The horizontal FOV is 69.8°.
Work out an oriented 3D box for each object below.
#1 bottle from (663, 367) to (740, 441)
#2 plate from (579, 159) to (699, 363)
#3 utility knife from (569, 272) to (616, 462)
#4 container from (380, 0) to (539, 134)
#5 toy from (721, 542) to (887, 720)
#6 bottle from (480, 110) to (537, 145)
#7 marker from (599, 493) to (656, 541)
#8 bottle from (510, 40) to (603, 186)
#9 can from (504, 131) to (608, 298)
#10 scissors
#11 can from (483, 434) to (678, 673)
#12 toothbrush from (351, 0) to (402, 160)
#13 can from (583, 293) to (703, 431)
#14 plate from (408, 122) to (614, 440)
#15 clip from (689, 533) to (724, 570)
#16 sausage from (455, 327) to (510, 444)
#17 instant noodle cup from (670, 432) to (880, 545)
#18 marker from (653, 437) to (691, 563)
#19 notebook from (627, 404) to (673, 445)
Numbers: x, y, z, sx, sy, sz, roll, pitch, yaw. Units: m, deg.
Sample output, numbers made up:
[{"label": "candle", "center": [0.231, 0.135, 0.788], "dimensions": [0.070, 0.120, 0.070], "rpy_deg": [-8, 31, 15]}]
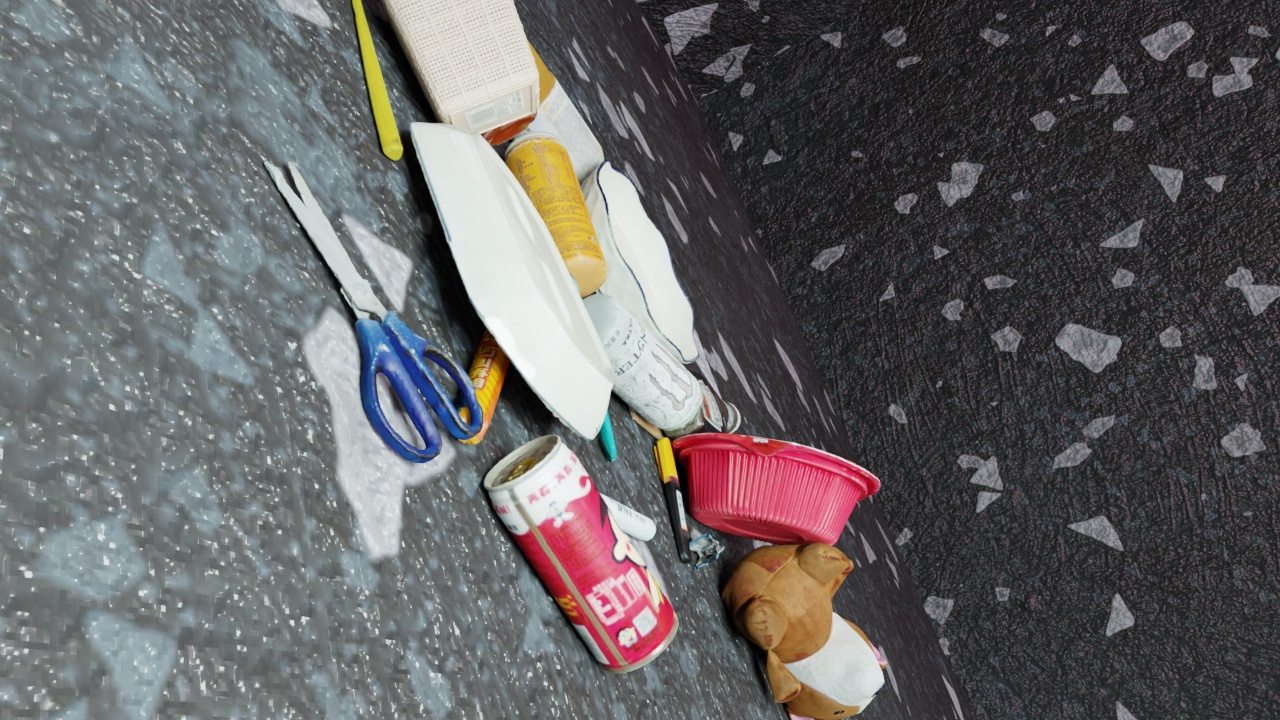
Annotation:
[{"label": "bottle", "center": [0.064, 0.053, 0.943], "dimensions": [0.194, 0.044, 0.080], "rpy_deg": [23, 46, -69]}, {"label": "plate", "center": [-0.006, -0.087, 0.875], "dimensions": [0.205, 0.046, 0.204], "rpy_deg": [59, 16, -29]}, {"label": "utility knife", "center": [-0.037, 0.005, 0.700], "dimensions": [0.029, 0.012, 0.151], "rpy_deg": [-166, -117, -74]}, {"label": "container", "center": [-0.130, -0.234, 0.683], "dimensions": [0.090, 0.090, 0.111], "rpy_deg": [149, -83, -83]}, {"label": "toy", "center": [0.160, 0.254, 0.823], "dimensions": [0.131, 0.140, 0.200], "rpy_deg": [18, -40, 53]}, {"label": "bottle", "center": [-0.159, -0.279, 0.758], "dimensions": [0.206, 0.060, 0.059], "rpy_deg": [60, 15, -4]}, {"label": "marker", "center": [-0.021, 0.107, 0.639], "dimensions": [0.130, 0.018, 0.022], "rpy_deg": [41, 35, -55]}, {"label": "bottle", "center": [-0.105, -0.241, 0.857], "dimensions": [0.189, 0.068, 0.068], "rpy_deg": [53, 18, -37]}, {"label": "can", "center": [-0.073, -0.123, 0.780], "dimensions": [0.058, 0.058, 0.146], "rpy_deg": [39, 28, -58]}, {"label": "scissors", "center": [-0.132, -0.029, 0.470], "dimensions": [0.124, 0.012, 0.173], "rpy_deg": [16, 51, -52]}, {"label": "can", "center": [-0.033, 0.109, 0.519], "dimensions": [0.133, 0.053, 0.053], "rpy_deg": [59, 15, -15]}, {"label": "toothbrush", "center": [-0.184, -0.213, 0.632], "dimensions": [0.015, 0.017, 0.190], "rpy_deg": [38, 29, -58]}, {"label": "can", "center": [-0.005, 0.005, 0.777], "dimensions": [0.146, 0.058, 0.058], "rpy_deg": [43, 24, -44]}, {"label": "plate", "center": [-0.081, -0.066, 0.622], "dimensions": [0.162, 0.034, 0.265], "rpy_deg": [50, 11, -52]}, {"label": "clip", "center": [0.059, 0.166, 0.807], "dimensions": [0.045, 0.027, 0.058], "rpy_deg": [60, 12, 18]}, {"label": "sausage", "center": [-0.092, 0.005, 0.559], "dimensions": [0.021, 0.021, 0.165], "rpy_deg": [57, 15, -23]}, {"label": "instant noodle cup", "center": [0.115, 0.125, 0.836], "dimensions": [0.194, 0.194, 0.065], "rpy_deg": [43, 57, -54]}, {"label": "marker", "center": [0.029, 0.121, 0.801], "dimensions": [0.018, 0.015, 0.123], "rpy_deg": [45, 25, -46]}, {"label": "notebook", "center": [0.024, 0.037, 0.940], "dimensions": [0.211, 0.012, 0.149], "rpy_deg": [44, 25, -53]}]
